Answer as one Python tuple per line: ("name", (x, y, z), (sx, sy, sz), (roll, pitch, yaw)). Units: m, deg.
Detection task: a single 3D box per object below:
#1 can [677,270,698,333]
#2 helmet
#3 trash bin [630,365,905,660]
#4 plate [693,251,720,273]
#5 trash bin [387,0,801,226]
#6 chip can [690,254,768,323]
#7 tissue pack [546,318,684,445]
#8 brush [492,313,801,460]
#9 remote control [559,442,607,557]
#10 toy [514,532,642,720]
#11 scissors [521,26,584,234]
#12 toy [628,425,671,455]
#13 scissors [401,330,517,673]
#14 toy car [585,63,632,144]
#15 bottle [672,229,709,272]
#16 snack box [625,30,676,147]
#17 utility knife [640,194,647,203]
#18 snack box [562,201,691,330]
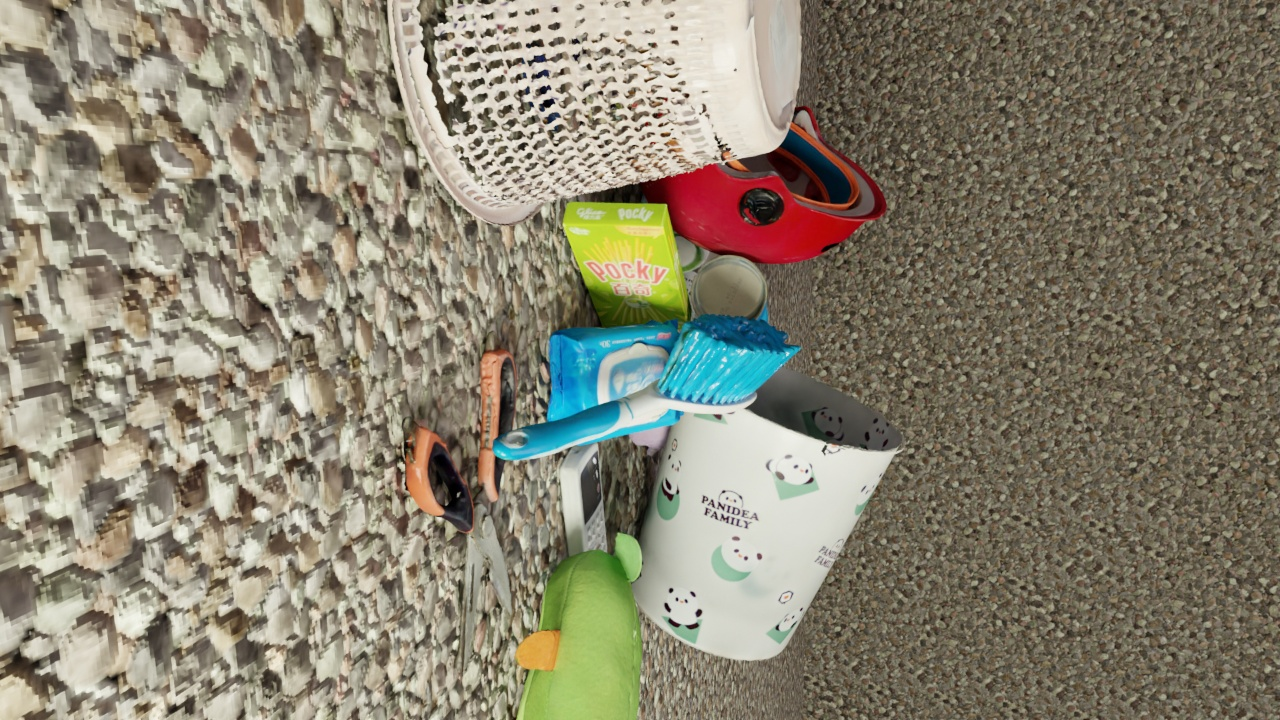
("can", (0.034, -0.035, 1.001), (0.146, 0.058, 0.058), (-71, 157, -44))
("helmet", (0.099, -0.171, 0.877), (0.144, 0.240, 0.206), (-49, -171, 36))
("trash bin", (0.113, 0.148, 0.941), (0.229, 0.230, 0.252), (-32, 143, -71))
("plate", (0.089, -0.111, 1.143), (0.205, 0.045, 0.205), (-1, 88, -85))
("trash bin", (-0.010, -0.198, 0.562), (0.227, 0.192, 0.227), (3, 90, -69))
("chip can", (0.094, -0.053, 0.924), (0.210, 0.071, 0.071), (30, 64, -81))
("tissue pack", (-0.015, 0.016, 0.769), (0.156, 0.052, 0.095), (-9, 101, -44))
("brush", (0.019, 0.019, 0.707), (0.313, 0.060, 0.110), (-1, 127, -56))
("remote control", (-0.047, 0.146, 0.814), (0.058, 0.021, 0.150), (-55, 144, -62))
("toy", (-0.047, 0.260, 0.711), (0.227, 0.090, 0.246), (68, 25, -56))
("scissors", (-0.063, -0.191, 0.730), (0.176, 0.012, 0.162), (61, 36, -65))
("toy", (0.020, 0.065, 0.983), (0.084, 0.039, 0.108), (-54, 156, 2))
("scissors", (-0.108, 0.091, 0.609), (0.226, 0.015, 0.188), (76, 23, -47))
("toy car", (-0.026, -0.224, 0.809), (0.090, 0.035, 0.042), (64, 32, -75))
("bottle", (0.054, -0.186, 1.045), (0.068, 0.068, 0.196), (75, 20, -45))
("snack box", (0.016, -0.276, 0.961), (0.155, 0.027, 0.077), (-71, 157, -44))
("utility knife", (0.019, -0.214, 1.002), (0.033, 0.015, 0.218), (68, 29, -50))
("snack box", (-0.007, -0.078, 0.793), (0.156, 0.086, 0.026), (71, 25, -58))
